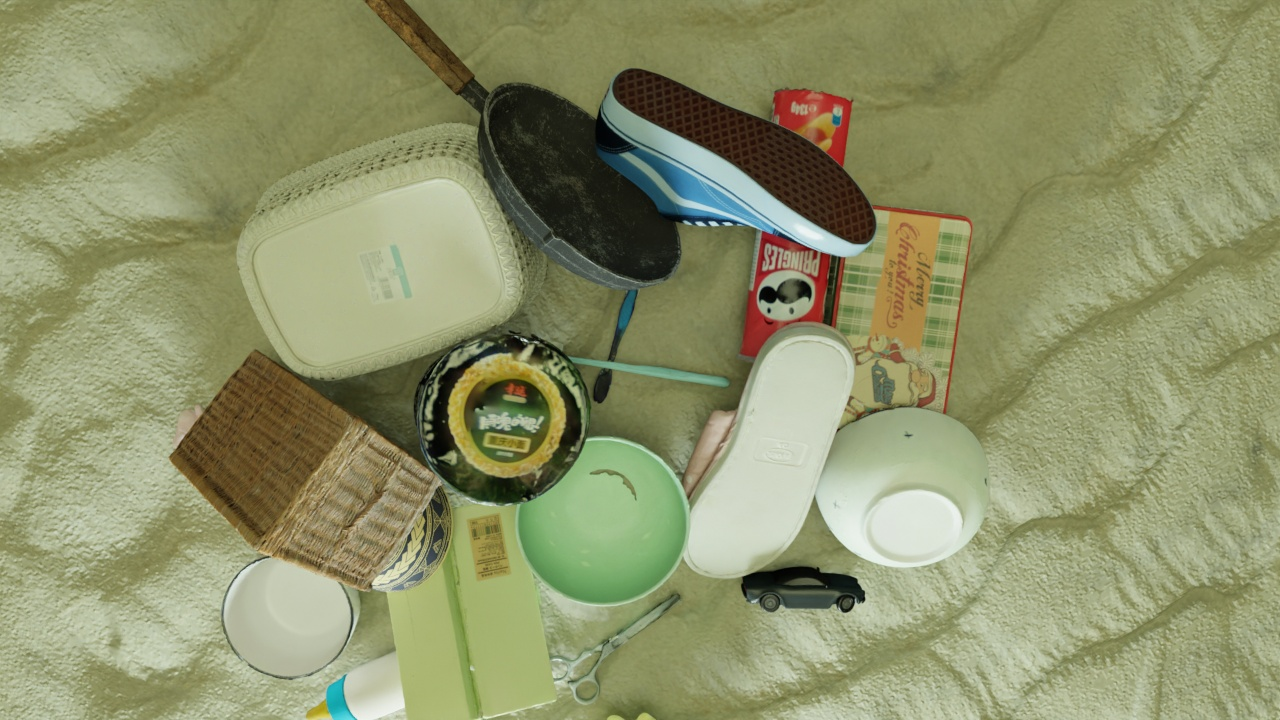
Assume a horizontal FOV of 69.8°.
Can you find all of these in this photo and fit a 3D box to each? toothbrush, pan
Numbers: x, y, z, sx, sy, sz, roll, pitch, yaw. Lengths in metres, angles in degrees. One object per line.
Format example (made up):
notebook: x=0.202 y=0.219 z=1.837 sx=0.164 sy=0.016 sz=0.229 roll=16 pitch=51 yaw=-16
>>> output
toothbrush: x=-0.005 y=0.005 z=0.823 sx=0.180 sy=0.016 sz=0.016 roll=10 pitch=87 yaw=-12
toothbrush: x=-0.012 y=-0.051 z=0.831 sx=0.016 sy=0.017 sz=0.189 roll=16 pitch=94 yaw=-13
pan: x=-0.106 y=-0.185 z=0.722 sx=0.357 sy=0.207 sz=0.040 roll=41 pitch=122 yaw=-14

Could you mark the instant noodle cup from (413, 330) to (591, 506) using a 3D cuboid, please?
instant noodle cup: x=-0.127 y=0.042 z=0.759 sx=0.137 sy=0.112 sz=0.137 roll=-2 pitch=94 yaw=-25

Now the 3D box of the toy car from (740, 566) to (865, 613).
toy car: x=0.149 y=0.209 z=0.846 sx=0.112 sy=0.046 sz=0.034 roll=0 pitch=98 yaw=0

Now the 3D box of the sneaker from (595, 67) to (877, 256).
sneaker: x=0.072 y=-0.144 z=0.753 sx=0.241 sy=0.098 sz=0.083 roll=28 pitch=56 yaw=1

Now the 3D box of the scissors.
scissors: x=-0.037 y=0.264 z=0.865 sx=0.095 sy=0.014 sz=0.170 roll=31 pitch=97 yaw=-5

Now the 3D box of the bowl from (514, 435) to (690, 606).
bowl: x=-0.033 y=0.134 z=0.819 sx=0.151 sy=0.077 sz=0.151 roll=0 pitch=96 yaw=-1

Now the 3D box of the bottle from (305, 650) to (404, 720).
bottle: x=-0.241 y=0.302 z=0.846 sx=0.146 sy=0.051 sz=0.051 roll=-23 pitch=96 yaw=1

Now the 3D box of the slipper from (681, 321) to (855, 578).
slipper: x=0.106 y=0.081 z=0.802 sx=0.114 sy=0.054 sz=0.275 roll=15 pitch=120 yaw=-10

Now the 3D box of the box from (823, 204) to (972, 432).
box: x=0.222 y=-0.033 z=0.820 sx=0.117 sy=0.050 sz=0.205 roll=8 pitch=95 yaw=-3

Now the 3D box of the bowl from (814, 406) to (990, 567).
bowl: x=0.230 y=0.122 z=0.798 sx=0.153 sy=0.072 sz=0.154 roll=3 pitch=121 yaw=4

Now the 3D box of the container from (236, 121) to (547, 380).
container: x=-0.204 y=-0.084 z=0.759 sx=0.246 sy=0.142 sz=0.185 roll=-19 pitch=109 yaw=1

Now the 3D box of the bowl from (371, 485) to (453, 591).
bowl: x=-0.228 y=0.145 z=0.801 sx=0.113 sy=0.061 sz=0.112 roll=-5 pitch=77 yaw=22

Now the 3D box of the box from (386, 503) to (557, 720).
box: x=-0.156 y=0.223 z=0.813 sx=0.141 sy=0.044 sz=0.187 roll=-12 pitch=72 yaw=-2

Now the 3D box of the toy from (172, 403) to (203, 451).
toy: x=-0.360 y=0.071 z=0.822 sx=0.110 sy=0.047 sz=0.063 roll=11 pitch=87 yaw=-17

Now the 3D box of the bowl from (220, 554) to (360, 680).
bowl: x=-0.308 y=0.219 z=0.829 sx=0.116 sy=0.065 sz=0.116 roll=0 pitch=96 yaw=-1

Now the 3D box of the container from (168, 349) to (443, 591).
container: x=-0.269 y=0.087 z=0.738 sx=0.113 sy=0.199 sz=0.113 roll=-56 pitch=137 yaw=-12

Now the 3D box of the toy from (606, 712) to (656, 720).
toy: x=0.000 y=0.399 z=0.858 sx=0.170 sy=0.064 sz=0.155 roll=-8 pitch=108 yaw=7

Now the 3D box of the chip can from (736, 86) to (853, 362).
chip can: x=0.135 y=-0.112 z=0.798 sx=0.073 sy=0.073 sz=0.233 roll=7 pitch=95 yaw=-2
